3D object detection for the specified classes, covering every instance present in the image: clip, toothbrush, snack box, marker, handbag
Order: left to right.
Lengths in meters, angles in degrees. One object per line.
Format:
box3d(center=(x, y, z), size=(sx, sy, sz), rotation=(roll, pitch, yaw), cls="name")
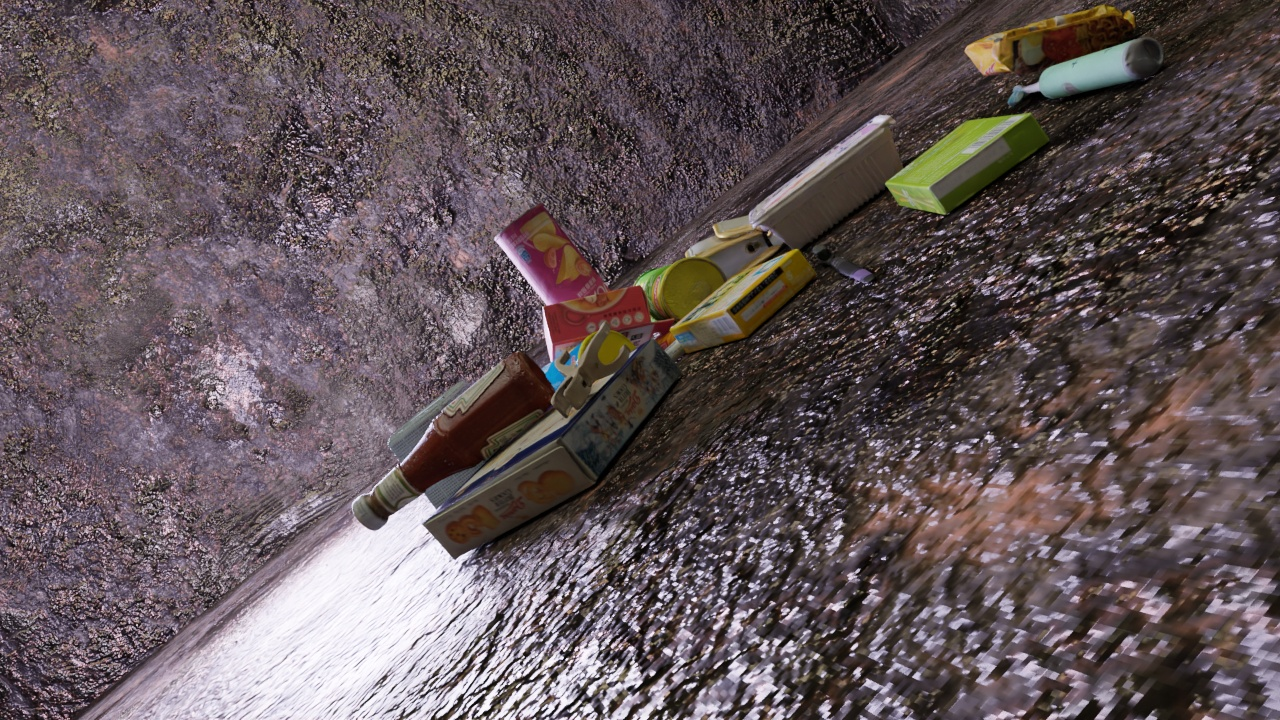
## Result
box3d(center=(-0.072, 0.073, 0.773), size=(0.178, 0.046, 0.182), rotation=(-33, 9, 35), cls="snack box")
box3d(center=(-0.052, 0.015, 0.735), size=(0.095, 0.035, 0.102), rotation=(-22, 24, 49), cls="clip")
box3d(center=(-0.036, -0.035, 0.961), size=(0.127, 0.044, 0.113), rotation=(-12, -12, -8), cls="snack box")
box3d(center=(0.034, -0.009, 0.879), size=(0.145, 0.017, 0.017), rotation=(-41, 8, -24), cls="marker")
box3d(center=(0.087, -0.050, 0.816), size=(0.086, 0.034, 0.141), rotation=(-41, 9, -18), cls="snack box")
box3d(center=(0.139, -0.156, 1.119), size=(0.179, 0.063, 0.163), rotation=(-33, 10, 9), cls="handbag")
box3d(center=(0.156, -0.076, 0.712), size=(0.014, 0.017, 0.189), rotation=(-37, 9, 8), cls="toothbrush")
box3d(center=(0.244, -0.151, 0.706), size=(0.086, 0.026, 0.156), rotation=(-37, 8, 10), cls="snack box")
box3d(center=(0.327, -0.215, 0.698), size=(0.027, 0.026, 0.224), rotation=(-59, 4, 10), cls="toothbrush")

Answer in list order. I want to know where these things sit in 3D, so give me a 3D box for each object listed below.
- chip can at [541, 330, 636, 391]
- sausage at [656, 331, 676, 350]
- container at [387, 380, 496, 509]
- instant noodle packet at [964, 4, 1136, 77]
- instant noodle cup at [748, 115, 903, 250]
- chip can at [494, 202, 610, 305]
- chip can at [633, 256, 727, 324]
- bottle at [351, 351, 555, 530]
box3d(center=(-0.083, 0.035, 0.951), size=(0.071, 0.071, 0.211), rotation=(-44, 9, -37), cls="chip can")
box3d(center=(-0.006, 0.006, 0.955), size=(0.166, 0.021, 0.021), rotation=(-33, 9, 39), cls="sausage")
box3d(center=(-0.180, 0.091, 0.917), size=(0.090, 0.111, 0.090), rotation=(-36, 8, 17), cls="container")
box3d(center=(0.351, -0.275, 0.800), size=(0.111, 0.044, 0.128), rotation=(-9, 14, 9), cls="instant noodle packet")
box3d(center=(0.200, -0.182, 0.968), size=(0.174, 0.060, 0.137), rotation=(-35, 8, 15), cls="instant noodle cup")
box3d(center=(-0.075, -0.077, 1.049), size=(0.071, 0.210, 0.071), rotation=(-38, 8, 6), cls="chip can")
box3d(center=(0.039, -0.074, 1.031), size=(0.072, 0.072, 0.221), rotation=(-39, 8, -5), cls="chip can")
box3d(center=(-0.168, 0.076, 0.813), size=(0.206, 0.060, 0.059), rotation=(-39, 7, 3), cls="bottle")
